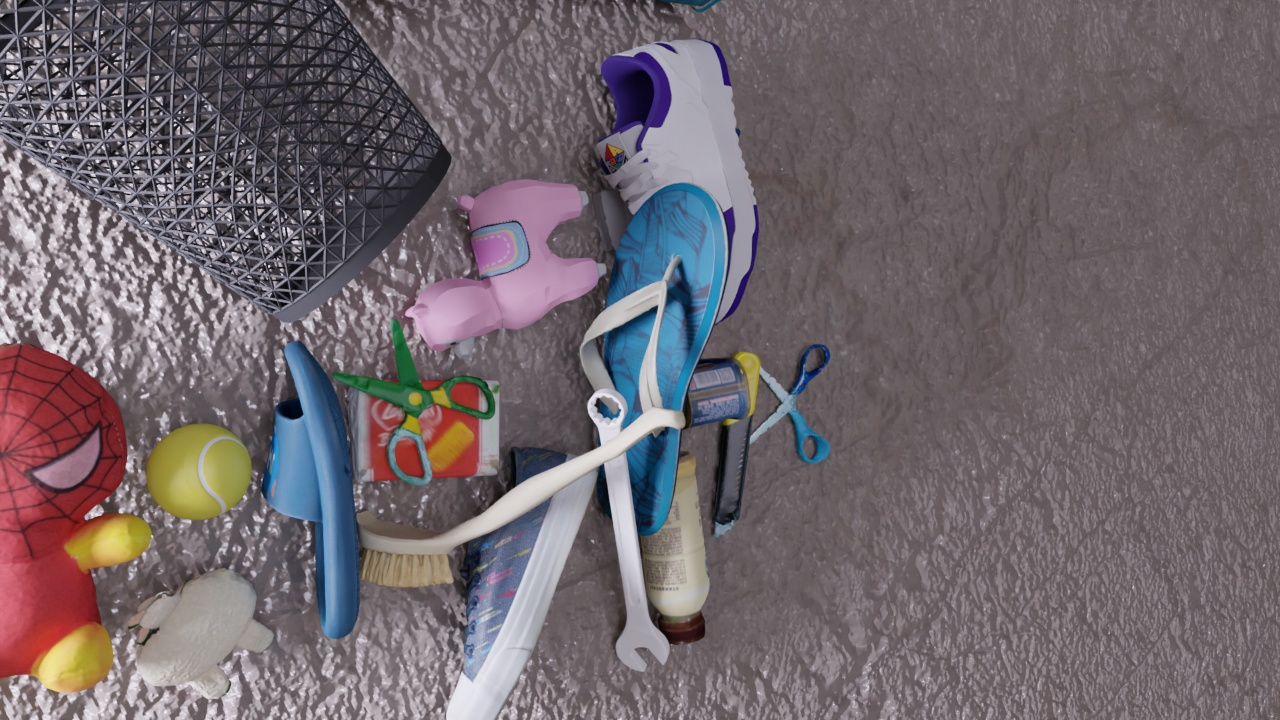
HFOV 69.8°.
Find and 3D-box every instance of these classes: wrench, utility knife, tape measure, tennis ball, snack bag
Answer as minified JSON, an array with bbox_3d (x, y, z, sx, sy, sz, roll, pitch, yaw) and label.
[{"bbox_3d":[-0.011,0.146,0.744,0.009,0.047,0.274,-56,143,-59],"label":"wrench"},{"bbox_3d":[0.087,0.078,0.850,0.028,0.020,0.174,9,86,-11],"label":"utility knife"},{"bbox_3d":[-0.007,-0.123,0.803,0.060,0.020,0.062,-14,96,-27],"label":"tape measure"},{"bbox_3d":[-0.300,0.076,0.625,0.065,0.065,0.065,0,89,-27],"label":"tennis ball"},{"bbox_3d":[-0.166,0.053,0.711,0.115,0.036,0.077,1,89,-28],"label":"snack bag"}]

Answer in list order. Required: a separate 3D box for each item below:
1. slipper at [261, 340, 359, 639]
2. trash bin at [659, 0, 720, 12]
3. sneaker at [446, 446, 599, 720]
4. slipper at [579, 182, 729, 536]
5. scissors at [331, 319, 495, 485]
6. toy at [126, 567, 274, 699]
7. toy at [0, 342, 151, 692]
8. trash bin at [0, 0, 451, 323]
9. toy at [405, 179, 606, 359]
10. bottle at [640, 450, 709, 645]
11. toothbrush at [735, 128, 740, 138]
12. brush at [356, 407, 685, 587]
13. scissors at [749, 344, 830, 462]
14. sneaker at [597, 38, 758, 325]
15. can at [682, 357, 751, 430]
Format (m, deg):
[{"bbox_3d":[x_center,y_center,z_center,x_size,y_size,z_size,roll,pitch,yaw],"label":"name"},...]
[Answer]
[{"bbox_3d":[-0.232,0.093,0.642,0.059,0.104,0.214,-8,97,-25],"label":"slipper"},{"bbox_3d":[-0.029,-0.390,0.707,0.218,0.197,0.199,-7,92,-21],"label":"trash bin"},{"bbox_3d":[-0.109,0.177,0.725,0.079,0.088,0.235,23,74,-6],"label":"sneaker"},{"bbox_3d":[-0.004,0.004,0.726,0.060,0.118,0.295,-6,112,-41],"label":"slipper"},{"bbox_3d":[-0.169,0.036,0.681,0.125,0.011,0.127,18,81,-28],"label":"scissors"},{"bbox_3d":[-0.305,0.183,0.628,0.087,0.050,0.112,-51,132,-18],"label":"toy"},{"bbox_3d":[-0.387,0.097,0.562,0.147,0.099,0.216,3,89,-38],"label":"toy"},{"bbox_3d":[-0.263,-0.164,0.575,0.243,0.217,0.216,46,70,-26],"label":"trash bin"},{"bbox_3d":[-0.111,-0.074,0.724,0.157,0.067,0.123,-18,96,-22],"label":"toy"},{"bbox_3d":[0.028,0.162,0.799,0.056,0.057,0.162,-9,94,-27],"label":"bottle"},{"bbox_3d":[0.058,-0.126,0.839,0.017,0.016,0.189,20,81,-19],"label":"toothbrush"},{"bbox_3d":[-0.090,0.099,0.678,0.272,0.062,0.077,-25,97,6],"label":"brush"},{"bbox_3d":[0.149,0.039,0.889,0.127,0.014,0.133,44,76,-15],"label":"scissors"},{"bbox_3d":[0.021,-0.148,0.758,0.111,0.092,0.244,-6,87,-31],"label":"sneaker"},{"bbox_3d":[0.043,0.028,0.783,0.059,0.100,0.054,-10,93,-26],"label":"can"}]
